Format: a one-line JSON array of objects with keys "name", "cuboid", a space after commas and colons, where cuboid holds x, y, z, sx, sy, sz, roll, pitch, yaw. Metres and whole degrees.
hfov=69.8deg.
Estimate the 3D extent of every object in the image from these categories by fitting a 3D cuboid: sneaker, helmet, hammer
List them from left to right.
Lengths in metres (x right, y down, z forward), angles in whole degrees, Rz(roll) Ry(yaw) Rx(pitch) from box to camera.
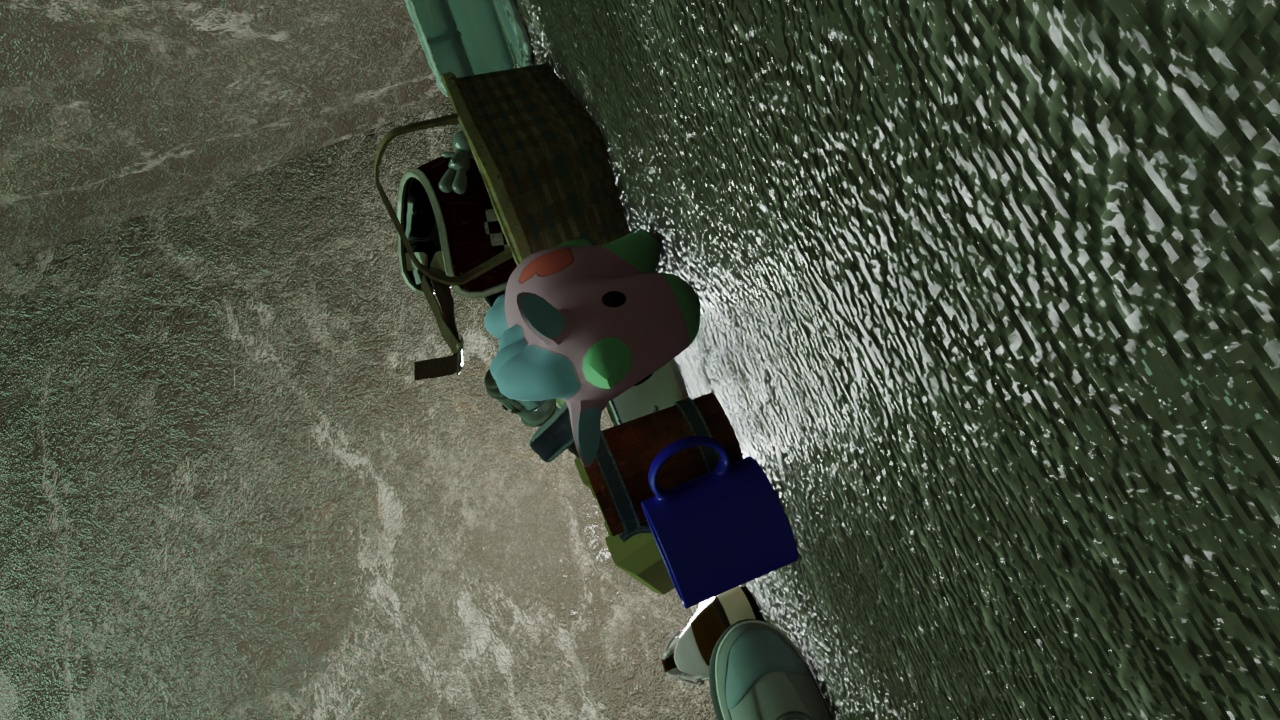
[{"name": "helmet", "cuboid": [-0.178, -0.125, 1.055, 0.234, 0.253, 0.234, 10, 109, 61]}, {"name": "hammer", "cuboid": [-0.051, 0.097, 0.956, 0.325, 0.101, 0.190, 46, -168, -44]}, {"name": "sneaker", "cuboid": [0.080, 0.337, 1.087, 0.294, 0.116, 0.111, 90, 157, -76]}, {"name": "sneaker", "cuboid": [0.136, 0.317, 0.689, 0.161, 0.093, 0.256, 111, 138, -70]}]

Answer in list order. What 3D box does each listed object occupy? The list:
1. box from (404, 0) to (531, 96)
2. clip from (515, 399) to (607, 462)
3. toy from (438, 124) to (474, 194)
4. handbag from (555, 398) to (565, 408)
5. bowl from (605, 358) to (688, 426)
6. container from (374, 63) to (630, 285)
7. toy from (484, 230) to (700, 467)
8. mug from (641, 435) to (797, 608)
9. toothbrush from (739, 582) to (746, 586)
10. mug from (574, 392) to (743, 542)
[{"name": "box", "cuboid": [-0.199, -0.395, 0.965, 0.130, 0.105, 0.210, -171, 59, -80]}, {"name": "clip", "cuboid": [-0.049, 0.026, 0.718, 0.031, 0.169, 0.164, 45, -152, -19]}, {"name": "toy", "cuboid": [-0.182, -0.226, 0.959, 0.030, 0.049, 0.111, 42, -120, -64]}, {"name": "handbag", "cuboid": [-0.074, -0.022, 1.211, 0.113, 0.117, 0.186, 60, -139, -51]}, {"name": "bowl", "cuboid": [-0.002, 0.023, 0.861, 0.153, 0.073, 0.153, 157, 91, -84]}, {"name": "container", "cuboid": [-0.134, -0.157, 0.828, 0.249, 0.186, 0.158, -119, 8, -52]}, {"name": "toy", "cuboid": [-0.052, -0.025, 0.643, 0.223, 0.170, 0.120, 5, 123, 46]}, {"name": "mug", "cuboid": [0.048, 0.105, 0.636, 0.079, 0.083, 0.111, -134, 22, -76]}, {"name": "toothbrush", "cuboid": [0.080, 0.156, 0.901, 0.018, 0.016, 0.181, -108, -1, -61]}, {"name": "mug", "cuboid": [0.022, 0.092, 0.703, 0.081, 0.111, 0.117, -133, 21, -76]}]
